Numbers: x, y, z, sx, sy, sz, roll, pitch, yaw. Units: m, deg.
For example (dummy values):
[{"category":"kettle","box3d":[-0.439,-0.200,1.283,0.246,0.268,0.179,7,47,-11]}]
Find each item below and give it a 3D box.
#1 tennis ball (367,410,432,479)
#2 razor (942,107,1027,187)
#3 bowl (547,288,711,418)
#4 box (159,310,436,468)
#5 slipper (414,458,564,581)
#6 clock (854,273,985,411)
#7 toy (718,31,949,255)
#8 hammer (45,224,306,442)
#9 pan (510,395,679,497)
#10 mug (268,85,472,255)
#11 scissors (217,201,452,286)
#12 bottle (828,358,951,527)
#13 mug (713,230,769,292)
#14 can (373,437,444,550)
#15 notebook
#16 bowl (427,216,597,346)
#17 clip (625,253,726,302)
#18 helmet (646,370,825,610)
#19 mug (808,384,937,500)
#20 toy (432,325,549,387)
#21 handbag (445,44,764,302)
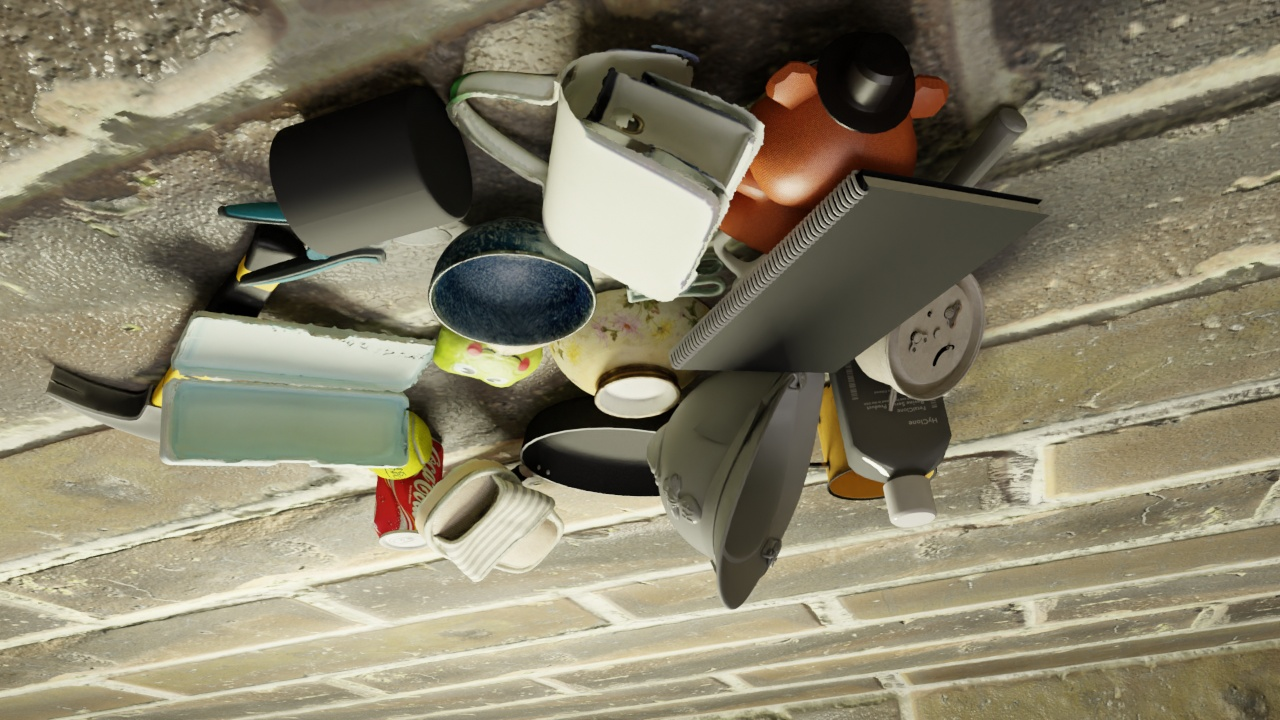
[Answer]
[{"category":"tennis ball","box3d":[-0.229,0.079,0.862,0.065,0.065,0.065,-3,150,-2]},{"category":"razor","box3d":[0.211,-0.117,0.609,0.088,0.047,0.116,9,139,-22]},{"category":"bowl","box3d":[-0.004,0.005,0.764,0.145,0.063,0.145,-3,150,-2]},{"category":"box","box3d":[-0.265,0.029,0.728,0.197,0.074,0.126,6,126,-41]},{"category":"slipper","box3d":[-0.137,0.170,0.926,0.114,0.054,0.273,-42,155,-6]},{"category":"clock","box3d":[0.199,-0.043,0.697,0.103,0.061,0.157,-38,120,-18]},{"category":"toy","box3d":[0.106,-0.119,0.538,0.112,0.096,0.176,4,168,-13]},{"category":"hammer","box3d":[-0.349,-0.012,0.731,0.169,0.034,0.326,21,140,-34]},{"category":"pan","box3d":[-0.080,0.100,0.934,0.357,0.044,0.204,-11,151,29]},{"category":"mug","box3d":[-0.150,-0.109,0.552,0.088,0.078,0.113,-13,176,14]},{"category":"scissors","box3d":[-0.210,-0.083,0.615,0.156,0.019,0.124,-36,135,15]},{"category":"bottle","box3d":[0.208,0.050,0.757,0.084,0.173,0.046,-7,150,6]},{"category":"mug","box3d":[0.108,-0.070,0.661,0.107,0.071,0.090,38,131,-12]},{"category":"can","box3d":[-0.229,0.130,0.910,0.064,0.104,0.064,-3,150,-2]},{"category":"notebook","box3d":[0.129,-0.045,0.585,0.148,0.016,0.207,2,152,-30]},{"category":"bowl","box3d":[-0.088,-0.063,0.641,0.114,0.060,0.114,-1,149,-1]},{"category":"clip","box3d":[0.026,-0.062,0.691,0.076,0.042,0.023,-5,151,4]},{"category":"helmet","box3d":[0.064,0.079,0.747,0.118,0.270,0.184,14,116,21]},{"category":"mug","box3d":[0.208,0.072,0.874,0.123,0.094,0.101,-2,151,-7]},{"category":"toy","box3d":[-0.110,-0.018,0.733,0.092,0.043,0.118,20,140,-34]},{"category":"handbag","box3d":[-0.028,-0.124,0.532,0.176,0.073,0.151,26,159,1]}]
